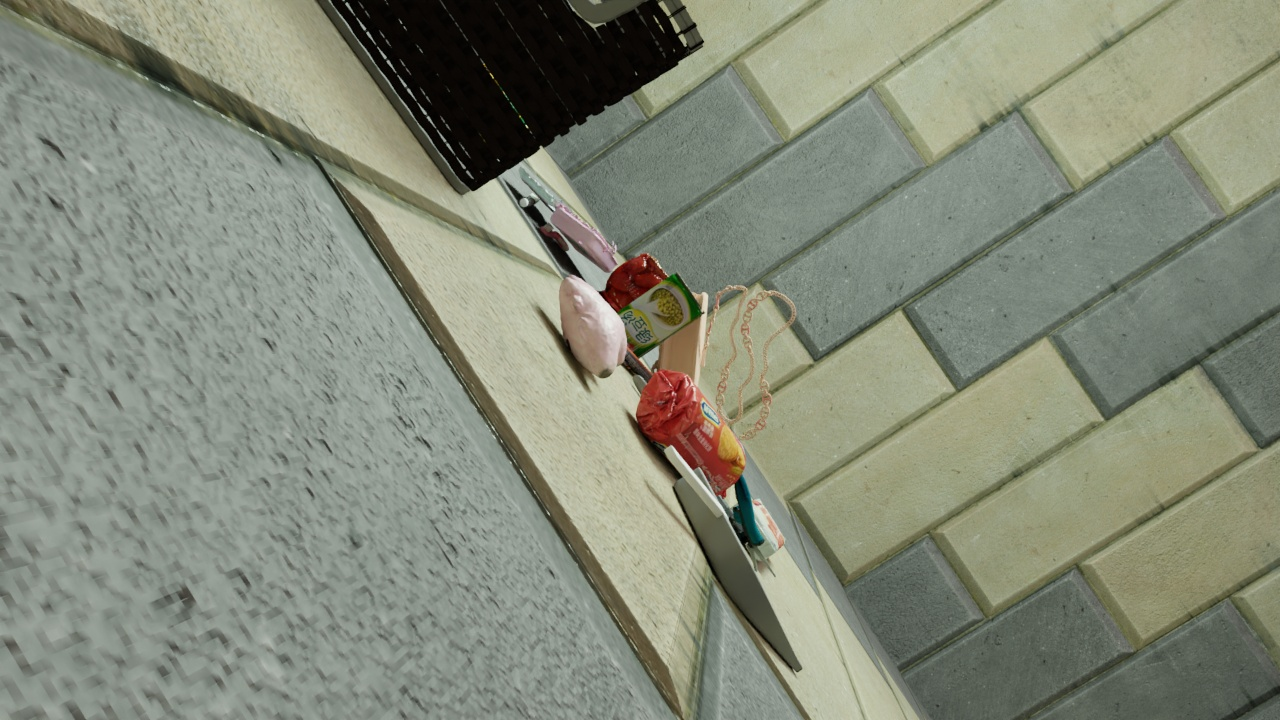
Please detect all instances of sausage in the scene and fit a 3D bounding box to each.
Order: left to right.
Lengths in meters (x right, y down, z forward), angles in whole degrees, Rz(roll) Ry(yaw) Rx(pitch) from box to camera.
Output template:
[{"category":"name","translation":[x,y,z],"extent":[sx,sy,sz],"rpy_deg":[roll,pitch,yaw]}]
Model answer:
[{"category":"sausage","translation":[-0.007,0.007,1.163],"extent":[0.020,0.020,0.155],"rpy_deg":[59,6,28]}]

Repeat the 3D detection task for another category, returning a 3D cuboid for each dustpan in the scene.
[{"category":"dustpan","translation":[0.076,0.164,0.853],"extent":[0.257,0.033,0.163],"rpy_deg":[52,6,-38]}]

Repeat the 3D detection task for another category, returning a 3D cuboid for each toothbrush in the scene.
[{"category":"toothbrush","translation":[-0.155,-0.221,1.267],"extent":[0.017,0.012,0.186],"rpy_deg":[42,7,-9]},{"category":"toothbrush","translation":[-0.117,-0.172,1.280],"extent":[0.021,0.016,0.135],"rpy_deg":[56,5,8]}]

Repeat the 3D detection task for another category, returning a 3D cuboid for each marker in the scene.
[{"category":"marker","translation":[0.034,0.073,1.106],"extent":[0.138,0.022,0.016],"rpy_deg":[56,20,-6]}]

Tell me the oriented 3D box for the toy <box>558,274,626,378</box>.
[{"category":"toy","translation":[-0.046,-0.032,0.824],"extent":[0.096,0.053,0.099],"rpy_deg":[63,9,-5]}]

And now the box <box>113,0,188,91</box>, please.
[{"category":"box","translation":[-0.344,-0.475,0.976],"extent":[0.167,0.446,0.165],"rpy_deg":[56,-5,1]}]

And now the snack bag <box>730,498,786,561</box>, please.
[{"category":"snack bag","translation":[0.158,0.225,1.233],"extent":[0.077,0.041,0.225],"rpy_deg":[58,3,13]}]

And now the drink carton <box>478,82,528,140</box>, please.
[{"category":"drink carton","translation":[-0.182,-0.335,1.242],"extent":[0.058,0.041,0.122],"rpy_deg":[32,39,-30]}]

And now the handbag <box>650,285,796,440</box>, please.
[{"category":"handbag","translation":[0.113,-0.001,1.264],"extent":[0.116,0.187,0.199],"rpy_deg":[-3,100,-78]}]

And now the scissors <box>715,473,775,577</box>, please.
[{"category":"scissors","translation":[0.106,0.178,1.057],"extent":[0.118,0.019,0.148],"rpy_deg":[25,-45,51]}]

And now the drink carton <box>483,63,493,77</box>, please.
[{"category":"drink carton","translation":[-0.214,-0.361,1.306],"extent":[0.122,0.040,0.058],"rpy_deg":[56,31,4]}]

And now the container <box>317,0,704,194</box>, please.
[{"category":"container","translation":[-0.122,-0.321,0.852],"extent":[0.247,0.244,0.245],"rpy_deg":[55,5,-14]}]

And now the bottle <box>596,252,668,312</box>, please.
[{"category":"bottle","translation":[-0.003,-0.092,1.309],"extent":[0.099,0.111,0.099],"rpy_deg":[55,4,-6]}]

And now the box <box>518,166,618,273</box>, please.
[{"category":"box","translation":[-0.101,-0.191,1.284],"extent":[0.153,0.041,0.201],"rpy_deg":[39,0,8]}]

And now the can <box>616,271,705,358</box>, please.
[{"category":"can","translation":[0.016,-0.054,1.184],"extent":[0.067,0.121,0.067],"rpy_deg":[55,6,-8]}]

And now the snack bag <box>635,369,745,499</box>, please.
[{"category":"snack bag","translation":[0.051,0.077,0.958],"extent":[0.176,0.082,0.082],"rpy_deg":[51,7,-47]}]
